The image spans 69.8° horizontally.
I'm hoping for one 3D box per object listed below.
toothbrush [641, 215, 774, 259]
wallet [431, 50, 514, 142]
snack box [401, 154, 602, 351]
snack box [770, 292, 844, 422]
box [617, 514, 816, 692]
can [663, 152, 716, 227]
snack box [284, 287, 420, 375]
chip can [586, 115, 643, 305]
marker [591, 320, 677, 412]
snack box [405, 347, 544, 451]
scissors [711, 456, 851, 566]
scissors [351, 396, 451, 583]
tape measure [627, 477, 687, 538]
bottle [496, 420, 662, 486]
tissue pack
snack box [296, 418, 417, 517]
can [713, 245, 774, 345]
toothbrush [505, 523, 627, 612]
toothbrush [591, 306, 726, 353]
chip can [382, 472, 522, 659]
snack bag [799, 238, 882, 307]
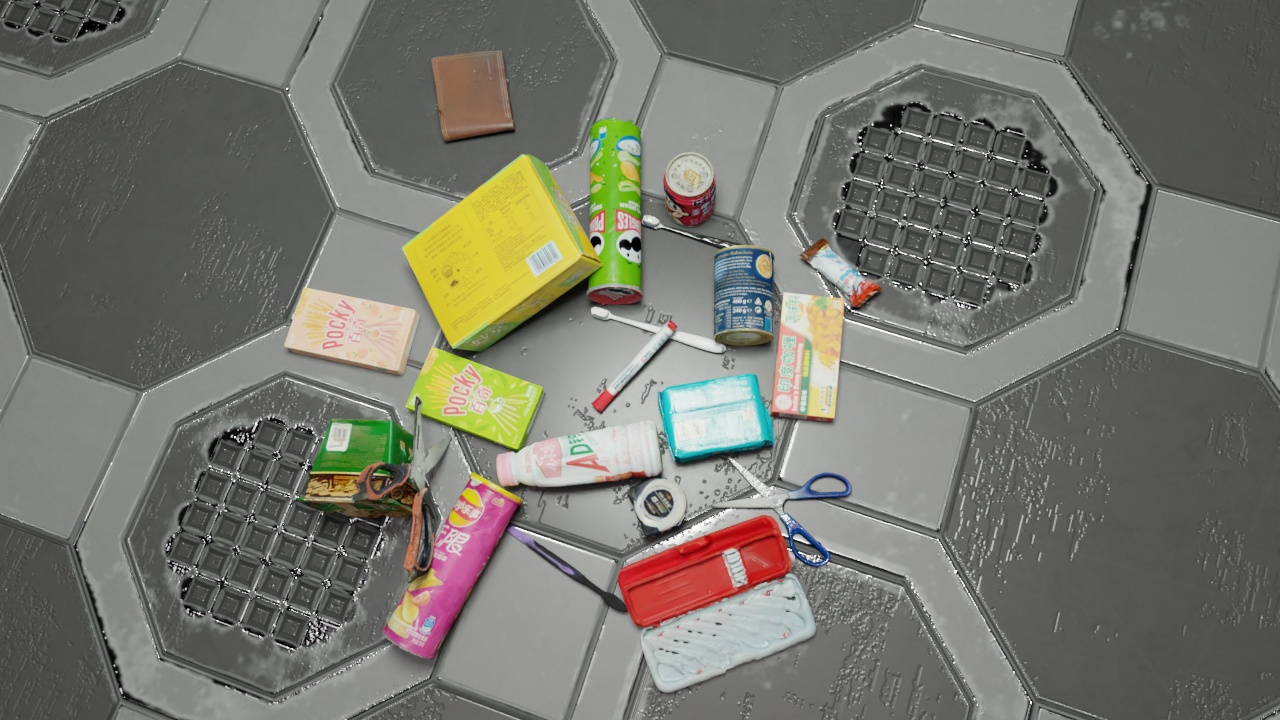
[{"bbox_3d":[0.087,-0.159,1.196,0.181,0.018,0.015,18,74,6],"label":"toothbrush"},{"bbox_3d":[-0.229,-0.364,1.260,0.101,0.032,0.124,-10,76,-1],"label":"wallet"},{"bbox_3d":[-0.174,-0.130,1.144,0.210,0.070,0.157,-34,75,17],"label":"snack box"},{"bbox_3d":[0.208,-0.005,1.142,0.077,0.027,0.155,6,76,6],"label":"snack box"},{"bbox_3d":[0.089,0.283,1.074,0.201,0.039,0.158,-20,91,-1],"label":"box"},{"bbox_3d":[0.063,-0.218,1.171,0.066,0.094,0.066,-1,76,3],"label":"can"},{"bbox_3d":[-0.373,-0.038,1.188,0.157,0.026,0.084,12,77,6],"label":"snack box"},{"bbox_3d":[-0.033,-0.193,1.183,0.072,0.072,0.235,-1,75,3],"label":"chip can"},{"bbox_3d":[-0.007,0.007,1.151,0.017,0.017,0.145,42,88,12],"label":"marker"},{"bbox_3d":[-0.208,0.049,1.156,0.156,0.026,0.085,20,77,9],"label":"snack box"},{"bbox_3d":[0.176,0.176,1.108,0.162,0.012,0.174,-26,75,-2],"label":"scissors"},{"bbox_3d":[-0.262,0.145,1.058,0.015,0.225,0.189,-14,97,19],"label":"scissors"},{"bbox_3d":[0.024,0.174,1.106,0.066,0.033,0.065,-21,77,0],"label":"tape measure"},{"bbox_3d":[-0.074,0.118,1.110,0.197,0.068,0.068,-8,75,3],"label":"bottle"},{"bbox_3d":[0.092,0.069,1.119,0.133,0.050,0.093,-10,74,1],"label":"tissue pack"},{"bbox_3d":[-0.329,0.127,1.100,0.118,0.117,0.105,-1,72,6],"label":"snack box"},{"bbox_3d":[0.128,-0.078,1.141,0.075,0.075,0.111,1,76,4],"label":"can"},{"bbox_3d":[-0.094,0.248,1.108,0.189,0.017,0.014,32,71,14],"label":"toothbrush"},{"bbox_3d":[0.022,-0.039,1.168,0.180,0.016,0.016,17,85,7],"label":"toothbrush"},{"bbox_3d":[-0.221,0.241,1.085,0.071,0.071,0.210,27,79,10],"label":"chip can"},{"bbox_3d":[0.254,-0.112,1.168,0.048,0.026,0.104,-38,77,-18],"label":"snack bag"}]
